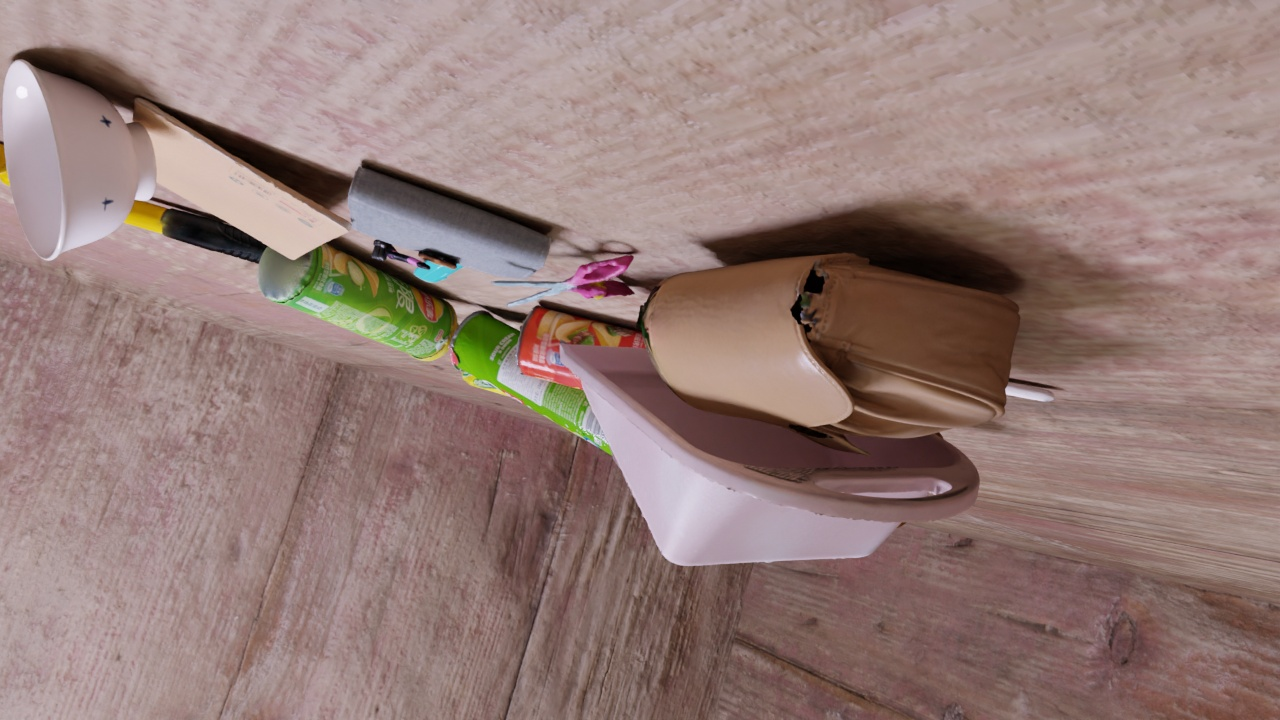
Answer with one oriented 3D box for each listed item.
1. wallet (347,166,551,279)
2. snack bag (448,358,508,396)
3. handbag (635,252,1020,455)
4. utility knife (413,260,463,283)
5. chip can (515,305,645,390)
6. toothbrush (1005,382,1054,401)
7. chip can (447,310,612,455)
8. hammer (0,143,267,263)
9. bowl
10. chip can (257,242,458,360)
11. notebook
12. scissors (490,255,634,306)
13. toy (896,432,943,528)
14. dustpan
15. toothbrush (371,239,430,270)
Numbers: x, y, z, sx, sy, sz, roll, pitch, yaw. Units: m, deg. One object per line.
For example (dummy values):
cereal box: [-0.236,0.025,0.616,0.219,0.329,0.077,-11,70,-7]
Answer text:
wallet: [-0.134,-0.084,0.627,0.129,0.037,0.107,18,171,-14]
snack bag: [-0.131,0.030,1.257,0.247,0.068,0.158,10,170,38]
handbag: [0.097,-0.004,0.512,0.147,0.099,0.205,13,174,-27]
utility knife: [-0.158,-0.083,0.760,0.029,0.013,0.176,17,169,-25]
chip can: [-0.005,0.005,0.863,0.217,0.073,0.073,15,172,11]
toothbrush: [0.214,0.012,0.691,0.180,0.016,0.016,11,173,25]
chip can: [-0.091,0.025,0.949,0.236,0.072,0.072,27,178,27]
hammer: [-0.458,-0.135,0.892,0.300,0.032,0.129,17,172,-8]
bowl: [-0.345,-0.124,0.574,0.118,0.118,0.064,7,-167,44]
chip can: [-0.274,-0.060,0.909,0.073,0.072,0.221,11,171,29]
notebook: [-0.304,-0.125,0.678,0.147,0.008,0.208,32,164,-26]
scissors: [-0.047,-0.053,0.646,0.133,0.017,0.134,-2,172,-44]
toy: [0.184,0.088,0.906,0.139,0.130,0.200,-21,-160,-33]
dustpan: [0.092,0.033,0.617,0.222,0.273,0.139,0,135,-25]
toothbrush: [-0.187,-0.078,0.708,0.014,0.018,0.189,15,-176,-28]
